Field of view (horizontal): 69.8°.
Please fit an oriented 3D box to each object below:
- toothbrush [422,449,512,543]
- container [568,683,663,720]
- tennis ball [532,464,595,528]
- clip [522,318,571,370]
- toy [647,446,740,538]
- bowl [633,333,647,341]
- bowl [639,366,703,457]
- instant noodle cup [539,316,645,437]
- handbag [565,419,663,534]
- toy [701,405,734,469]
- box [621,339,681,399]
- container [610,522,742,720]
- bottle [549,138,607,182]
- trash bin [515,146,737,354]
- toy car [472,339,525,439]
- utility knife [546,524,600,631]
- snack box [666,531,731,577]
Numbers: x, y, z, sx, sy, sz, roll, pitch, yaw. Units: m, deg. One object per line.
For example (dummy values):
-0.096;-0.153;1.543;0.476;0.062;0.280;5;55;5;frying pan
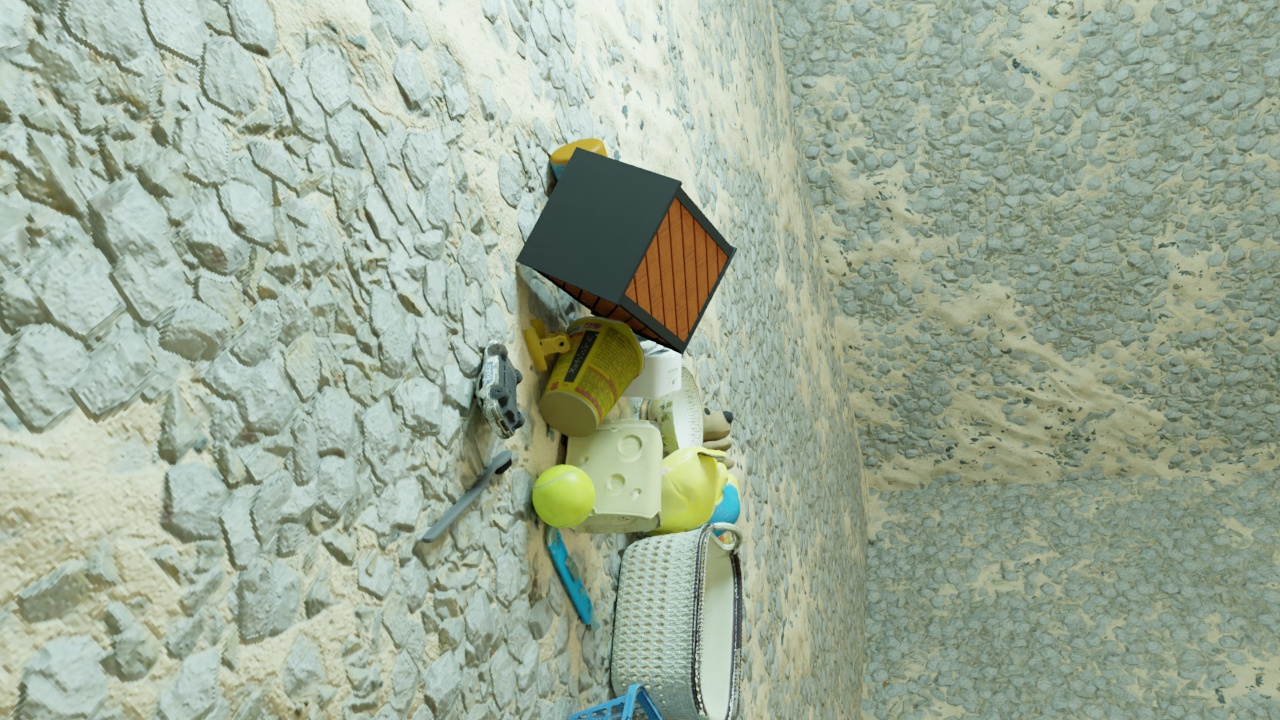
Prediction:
-0.154;0.121;0.834;0.167;0.013;0.013;-48;137;-64;toothbrush
-0.035;0.547;0.919;0.361;0.089;0.257;-75;151;-45;container
-0.080;0.141;0.954;0.065;0.065;0.065;-6;90;-70;tennis ball
-0.101;-0.017;0.987;0.047;0.046;0.054;-25;116;-22;clip
0.067;0.189;1.244;0.084;0.149;0.214;45;-6;33;toy
-0.010;-0.068;1.199;0.114;0.060;0.115;52;-25;35;bowl
0.040;0.085;1.306;0.145;0.063;0.145;-6;90;-71;bowl
-0.060;0.024;1.021;0.112;0.100;0.100;-63;143;-42;instant noodle cup
-0.029;0.128;1.030;0.081;0.111;0.119;52;37;-55;handbag
0.097;0.119;1.419;0.134;0.106;0.108;31;44;-61;toy
-0.006;-0.005;1.148;0.107;0.102;0.095;-11;105;-70;box
0.055;0.335;1.156;0.185;0.143;0.251;53;37;-53;container
-0.055;-0.185;1.117;0.067;0.068;0.157;-67;146;-53;bottle
-0.010;-0.118;1.020;0.139;0.140;0.171;-63;149;-4;trash bin
-0.137;0.027;0.876;0.112;0.040;0.048;-101;170;-50;toy car
-0.073;0.245;1.018;0.031;0.015;0.175;-65;145;-47;utility knife
0.079;0.283;1.330;0.147;0.029;0.040;-35;121;-43;snack box
